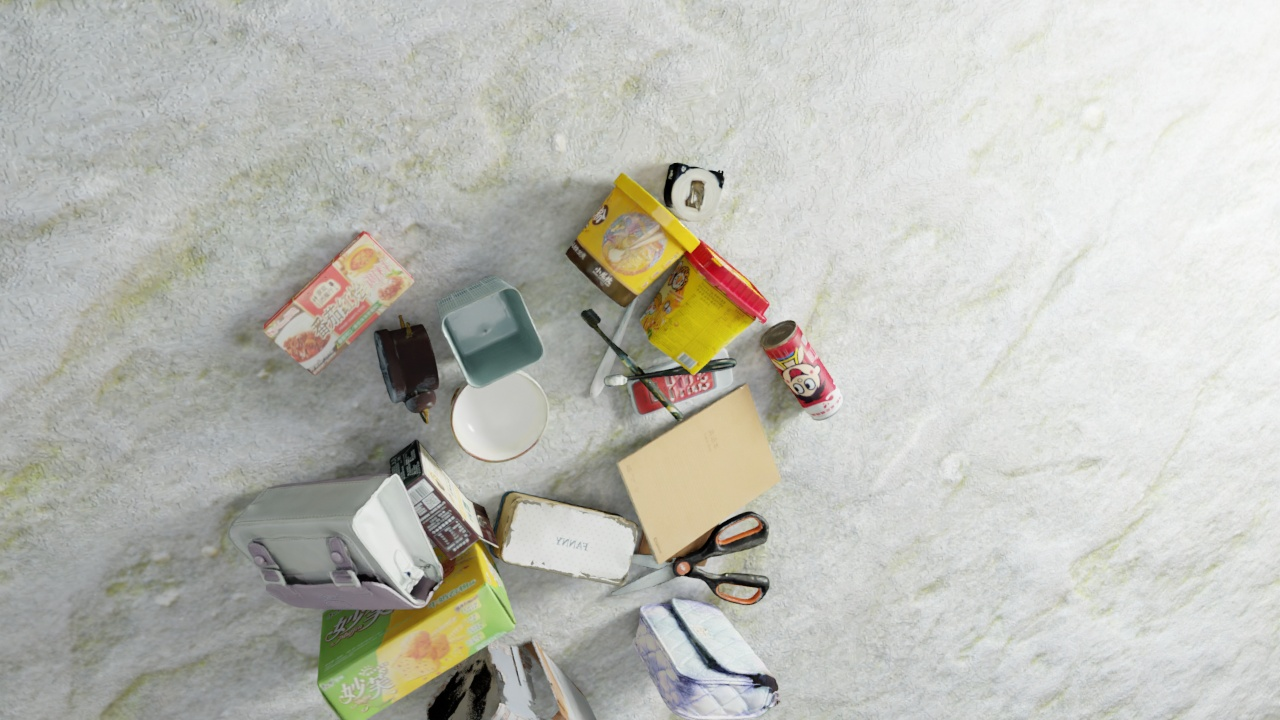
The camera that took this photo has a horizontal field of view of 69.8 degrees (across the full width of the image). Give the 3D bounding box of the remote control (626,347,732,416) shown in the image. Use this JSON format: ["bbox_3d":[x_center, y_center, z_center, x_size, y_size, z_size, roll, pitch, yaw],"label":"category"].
[{"bbox_3d":[0.050,0.025,1.151,0.136,0.020,0.056,-18,109,-12],"label":"remote control"}]

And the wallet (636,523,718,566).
[{"bbox_3d":[0.054,0.217,1.207,0.101,0.020,0.115,9,105,-19],"label":"wallet"}]

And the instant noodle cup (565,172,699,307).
[{"bbox_3d":[-0.013,-0.132,1.039,0.118,0.118,0.114,39,99,-23],"label":"instant noodle cup"}]

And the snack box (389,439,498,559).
[{"bbox_3d":[-0.227,0.162,1.047,0.053,0.113,0.126,-36,112,-5],"label":"snack box"}]

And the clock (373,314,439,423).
[{"bbox_3d":[-0.256,0.014,1.015,0.055,0.082,0.122,-16,107,-20],"label":"clock"}]

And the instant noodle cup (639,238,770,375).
[{"bbox_3d":[0.070,-0.060,1.091,0.116,0.116,0.124,36,103,-23],"label":"instant noodle cup"}]

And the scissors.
[{"bbox_3d":[0.078,0.278,1.211,0.222,0.021,0.211,-38,109,1],"label":"scissors"}]

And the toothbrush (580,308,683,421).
[{"bbox_3d":[-0.007,0.007,1.110,0.186,0.017,0.012,48,44,-18],"label":"toothbrush"}]

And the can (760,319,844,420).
[{"bbox_3d":[0.210,0.014,1.181,0.053,0.053,0.133,-39,113,-5],"label":"can"}]

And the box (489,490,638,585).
[{"bbox_3d":[-0.098,0.218,1.125,0.184,0.060,0.089,18,83,-18],"label":"box"}]

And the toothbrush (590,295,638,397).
[{"bbox_3d":[-0.024,-0.037,1.113,0.016,0.016,0.180,20,100,-18],"label":"toothbrush"}]

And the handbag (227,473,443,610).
[{"bbox_3d":[-0.325,0.205,0.986,0.197,0.098,0.145,-9,123,31],"label":"handbag"}]

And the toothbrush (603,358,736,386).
[{"bbox_3d":[0.041,0.014,1.116,0.180,0.018,0.015,-8,94,-25],"label":"toothbrush"}]

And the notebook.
[{"bbox_3d":[0.078,0.142,1.169,0.211,0.012,0.149,-29,110,-24],"label":"notebook"}]

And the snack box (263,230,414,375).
[{"bbox_3d":[-0.328,-0.062,0.999,0.153,0.025,0.075,-44,114,-2],"label":"snack box"}]

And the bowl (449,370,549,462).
[{"bbox_3d":[-0.168,0.055,1.062,0.113,0.062,0.113,-8,112,-20],"label":"bowl"}]

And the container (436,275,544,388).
[{"bbox_3d":[-0.171,-0.038,1.011,0.090,0.111,0.090,-25,112,-10],"label":"container"}]

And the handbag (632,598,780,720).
[{"bbox_3d":[0.077,0.373,1.162,0.134,0.194,0.075,9,101,-21],"label":"handbag"}]

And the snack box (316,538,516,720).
[{"bbox_3d":[-0.259,0.299,1.051,0.210,0.158,0.070,-29,110,-8],"label":"snack box"}]

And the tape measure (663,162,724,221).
[{"bbox_3d":[0.062,-0.197,1.085,0.065,0.033,0.066,6,102,-18],"label":"tape measure"}]

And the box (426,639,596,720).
[{"bbox_3d":[-0.137,0.453,1.126,0.193,0.183,0.156,39,91,-20],"label":"box"}]
